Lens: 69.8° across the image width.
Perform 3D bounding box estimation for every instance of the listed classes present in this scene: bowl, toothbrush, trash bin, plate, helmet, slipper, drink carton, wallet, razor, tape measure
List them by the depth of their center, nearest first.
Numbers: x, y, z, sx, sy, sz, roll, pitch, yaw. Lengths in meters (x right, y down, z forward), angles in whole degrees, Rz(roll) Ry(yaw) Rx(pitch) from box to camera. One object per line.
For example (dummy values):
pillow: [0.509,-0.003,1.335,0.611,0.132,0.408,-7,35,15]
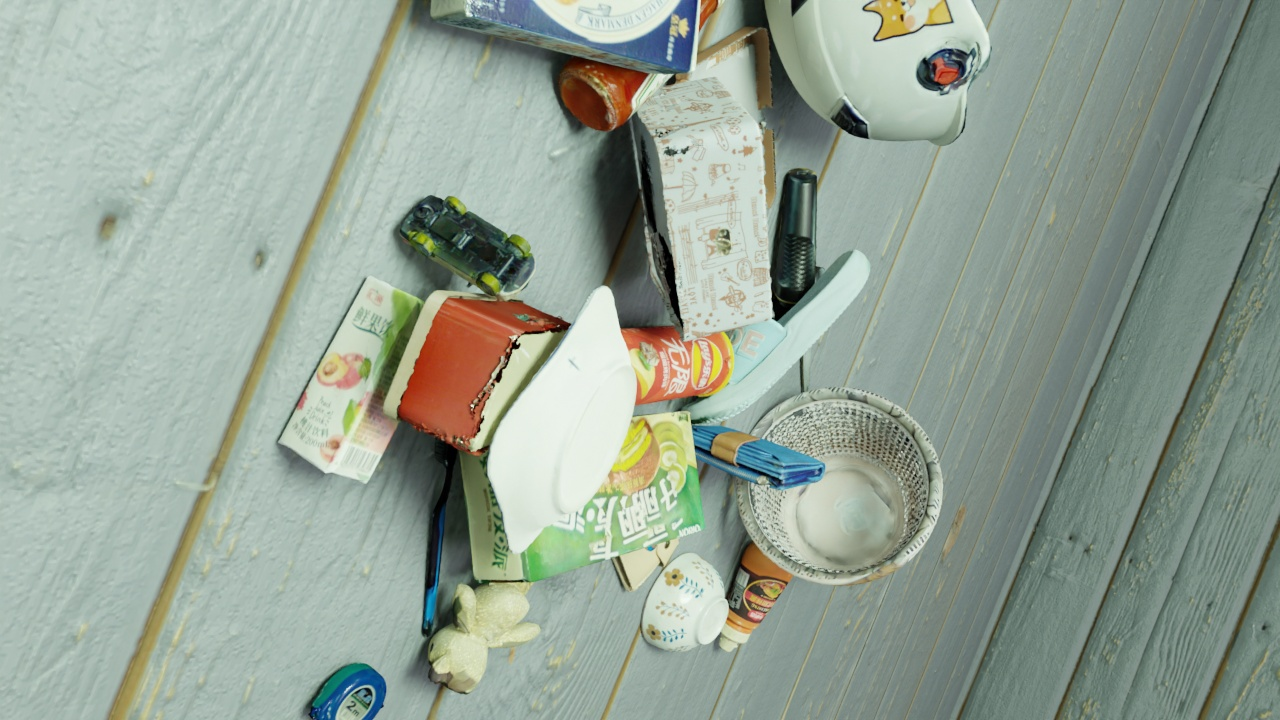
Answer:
drink carton: [-0.174,0.013,0.590,0.122,0.053,0.045,-63,149,-7]
plate: [-0.042,0.048,0.630,0.163,0.034,0.164,-57,159,-32]
tape measure: [-0.218,0.254,0.686,0.054,0.025,0.058,-50,145,-27]
toothbrush: [-0.159,0.136,0.714,0.014,0.016,0.190,-23,129,-56]
helmet: [0.186,-0.309,0.787,0.157,0.229,0.274,-10,127,-2]
slipper: [0.128,-0.028,0.916,0.245,0.074,0.104,-45,-178,-3]
wallet: [0.110,0.094,0.941,0.106,0.133,0.040,6,99,-55]
wallet: [0.017,0.182,0.960,0.114,0.024,0.087,-46,140,-30]
razor: [0.167,-0.120,0.980,0.067,0.062,0.168,-61,153,-69]
bowl: [0.059,0.280,1.034,0.113,0.062,0.114,-26,126,-43]
trash bin: [0.241,0.168,1.106,0.227,0.227,0.192,-60,157,-11]

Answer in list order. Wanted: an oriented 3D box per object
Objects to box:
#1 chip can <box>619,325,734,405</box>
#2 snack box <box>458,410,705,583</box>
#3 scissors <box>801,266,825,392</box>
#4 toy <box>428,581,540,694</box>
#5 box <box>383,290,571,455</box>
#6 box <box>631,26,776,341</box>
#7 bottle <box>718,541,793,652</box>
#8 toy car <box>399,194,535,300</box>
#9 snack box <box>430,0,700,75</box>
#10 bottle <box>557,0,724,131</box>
chip can: [-0.005,0.005,0.794,0.216,0.073,0.073,-5,112,-52]
snack box: [-0.041,0.108,0.777,0.239,0.063,0.114,-1,83,-53]
scissors: [0.206,-0.035,1.101,0.135,0.014,0.174,-61,144,-9]
toy: [-0.122,0.196,0.756,0.157,0.066,0.105,-62,144,-21]
box: [-0.091,0.010,0.614,0.168,0.079,0.091,-14,128,-79]
box: [0.061,-0.156,0.779,0.272,0.126,0.179,-70,157,-51]
bottle: [0.138,0.299,1.154,0.066,0.067,0.149,15,103,-55]
toy car: [-0.110,-0.072,0.600,0.042,0.090,0.035,-56,171,-20]
snack box: [-0.036,-0.286,0.572,0.182,0.046,0.178,-2,100,-40]
bottle: [0.020,-0.255,0.699,0.205,0.060,0.060,-49,141,-24]
